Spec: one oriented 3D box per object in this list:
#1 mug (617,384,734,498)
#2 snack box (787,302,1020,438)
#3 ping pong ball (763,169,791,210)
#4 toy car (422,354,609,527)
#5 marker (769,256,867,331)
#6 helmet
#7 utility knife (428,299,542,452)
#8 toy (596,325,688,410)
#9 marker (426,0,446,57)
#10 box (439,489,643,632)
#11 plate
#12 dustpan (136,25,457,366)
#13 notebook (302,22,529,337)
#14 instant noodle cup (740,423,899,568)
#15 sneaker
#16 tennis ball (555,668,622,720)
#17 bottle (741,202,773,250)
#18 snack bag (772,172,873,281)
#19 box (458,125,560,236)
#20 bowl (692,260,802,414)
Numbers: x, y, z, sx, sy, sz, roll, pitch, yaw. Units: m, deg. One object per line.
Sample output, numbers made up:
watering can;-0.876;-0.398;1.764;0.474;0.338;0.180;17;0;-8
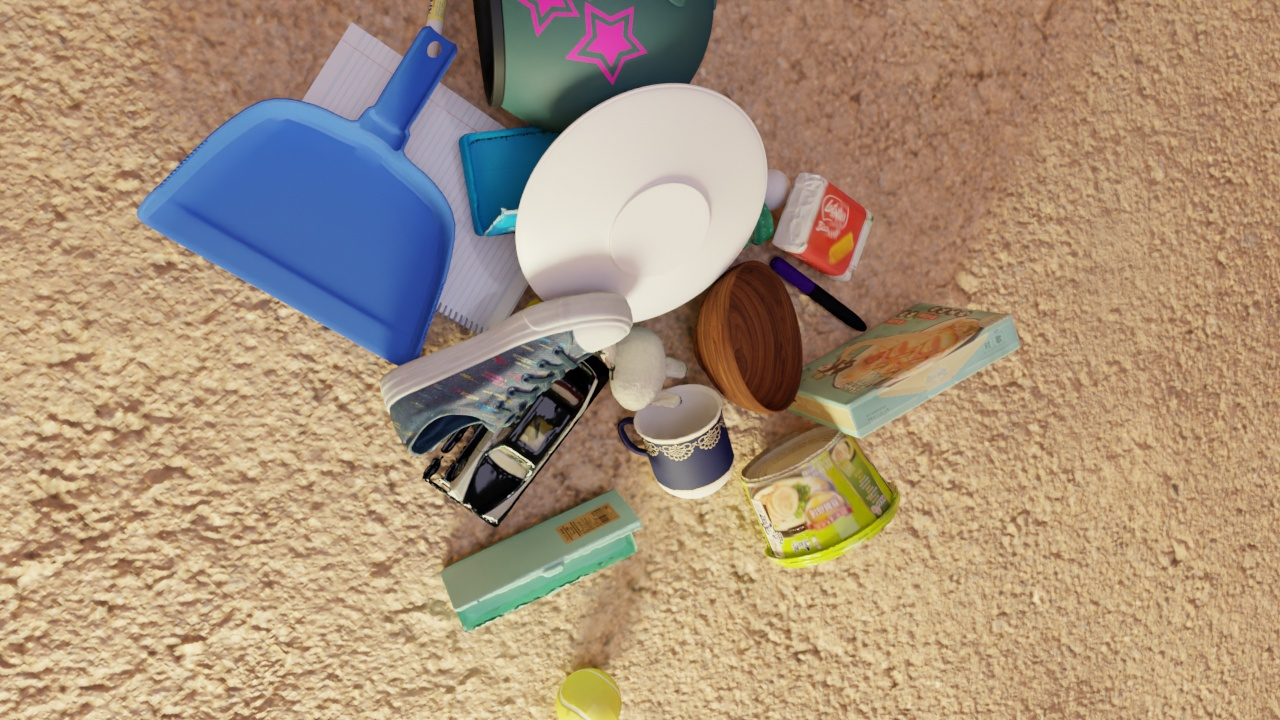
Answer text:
mug;0.035;0.085;0.893;0.112;0.085;0.089;-3;125;24
snack box;0.253;0.005;0.917;0.193;0.141;0.044;-28;106;-13
ping pong ball;0.128;-0.168;0.903;0.040;0.040;0.040;-3;99;-18
toy car;-0.106;0.063;0.845;0.094;0.071;0.191;39;86;-18
marker;0.186;-0.066;0.950;0.134;0.018;0.015;33;129;-20
helmet;-0.035;-0.325;0.760;0.200;0.177;0.274;-6;86;-13
utility knife;-0.142;0.014;0.847;0.172;0.029;0.020;-52;131;-4
toy;-0.005;0.005;0.870;0.112;0.050;0.087;22;56;-22
marker;-0.173;-0.319;0.794;0.014;0.014;0.132;9;95;-20
box;-0.087;0.195;0.859;0.188;0.093;0.077;-22;103;-15
plate;0.011;-0.114;0.761;0.229;0.030;0.230;-16;135;-17
dustpan;-0.233;-0.160;0.763;0.245;0.059;0.257;32;83;-20
notebook;-0.193;-0.149;0.815;0.245;0.013;0.178;32;85;-20
instant noodle cup;0.173;0.128;0.914;0.146;0.146;0.098;-30;95;-12
sneaker;-0.109;0.016;0.785;0.236;0.087;0.079;-22;70;11
tennis ball;-0.051;0.338;0.906;0.065;0.065;0.065;-3;99;-18
bottle;0.026;-0.099;0.865;0.209;0.068;0.068;-22;104;-14
snack bag;0.182;-0.130;0.905;0.115;0.036;0.077;19;92;-48
box;-0.024;-0.170;0.806;0.243;0.115;0.094;-12;99;-20
bowl;0.093;-0.018;0.890;0.147;0.069;0.147;18;67;-51
